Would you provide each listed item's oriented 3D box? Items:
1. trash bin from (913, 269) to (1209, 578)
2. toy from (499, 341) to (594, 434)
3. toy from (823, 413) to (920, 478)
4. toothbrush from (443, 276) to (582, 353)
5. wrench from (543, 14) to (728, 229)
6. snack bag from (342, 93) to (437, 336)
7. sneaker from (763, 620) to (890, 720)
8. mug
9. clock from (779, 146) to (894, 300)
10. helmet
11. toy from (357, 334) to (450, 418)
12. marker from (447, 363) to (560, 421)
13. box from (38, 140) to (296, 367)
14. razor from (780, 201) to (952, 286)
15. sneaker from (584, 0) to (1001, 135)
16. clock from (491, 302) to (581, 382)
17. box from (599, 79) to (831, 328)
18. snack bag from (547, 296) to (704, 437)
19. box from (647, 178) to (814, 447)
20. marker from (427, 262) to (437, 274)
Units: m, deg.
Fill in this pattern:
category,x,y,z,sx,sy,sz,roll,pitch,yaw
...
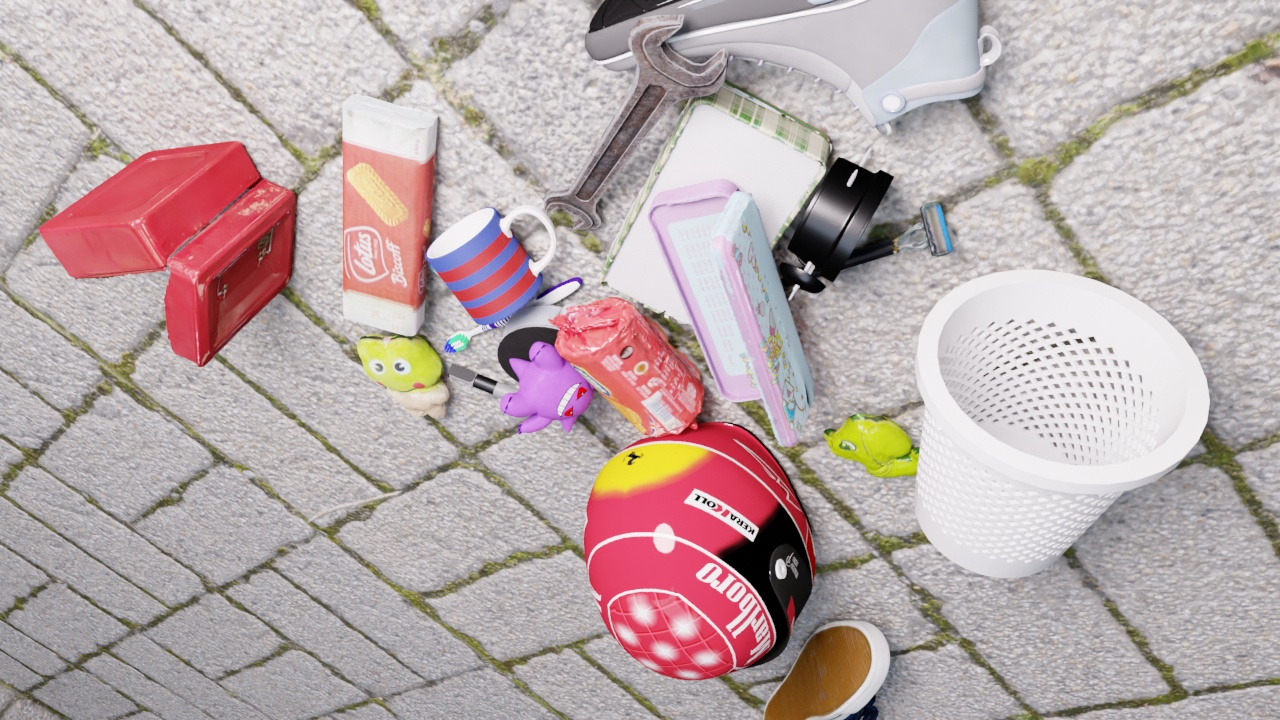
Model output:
category,x,y,z,sx,sy,sz,roll,pitch,yaw
trash bin,0.303,0.068,0.730,0.195,0.195,0.200,10,142,12
toy,-0.080,0.024,0.846,0.088,0.056,0.106,26,100,-30
toy,0.224,0.083,0.863,0.094,0.036,0.093,-5,136,25
toothbrush,-0.127,-0.043,0.890,0.187,0.016,0.015,-22,124,34
wrench,-0.015,-0.162,0.680,0.070,0.010,0.274,19,156,-16
snack bag,-0.229,-0.123,0.827,0.077,0.041,0.226,15,127,1
sneaker,0.255,0.409,1.111,0.127,0.120,0.295,4,138,-14
mug,-0.122,-0.091,0.811,0.112,0.074,0.076,-25,119,17
clock,0.143,-0.097,0.692,0.042,0.091,0.121,30,125,7
helmet,0.059,0.198,0.896,0.198,0.224,0.271,-17,121,31
toy,-0.245,0.019,0.969,0.092,0.043,0.118,-1,131,20
marker,-0.134,0.036,0.963,0.140,0.016,0.016,22,134,1
box,-0.425,-0.120,0.837,0.165,0.156,0.152,28,131,-3
razor,0.179,-0.085,0.740,0.145,0.022,0.042,-17,81,36
sneaker,0.099,-0.209,0.620,0.257,0.092,0.160,-10,134,29
clock,-0.077,-0.015,0.873,0.123,0.035,0.094,-18,134,27
box,0.055,-0.117,0.738,0.117,0.049,0.206,24,135,-7
snack bag,-0.005,0.005,0.826,0.082,0.082,0.176,-12,141,28
box,0.073,-0.027,0.718,0.090,0.092,0.214,-8,130,22
marker,-0.196,-0.090,0.876,0.142,0.013,0.013,39,132,-16
